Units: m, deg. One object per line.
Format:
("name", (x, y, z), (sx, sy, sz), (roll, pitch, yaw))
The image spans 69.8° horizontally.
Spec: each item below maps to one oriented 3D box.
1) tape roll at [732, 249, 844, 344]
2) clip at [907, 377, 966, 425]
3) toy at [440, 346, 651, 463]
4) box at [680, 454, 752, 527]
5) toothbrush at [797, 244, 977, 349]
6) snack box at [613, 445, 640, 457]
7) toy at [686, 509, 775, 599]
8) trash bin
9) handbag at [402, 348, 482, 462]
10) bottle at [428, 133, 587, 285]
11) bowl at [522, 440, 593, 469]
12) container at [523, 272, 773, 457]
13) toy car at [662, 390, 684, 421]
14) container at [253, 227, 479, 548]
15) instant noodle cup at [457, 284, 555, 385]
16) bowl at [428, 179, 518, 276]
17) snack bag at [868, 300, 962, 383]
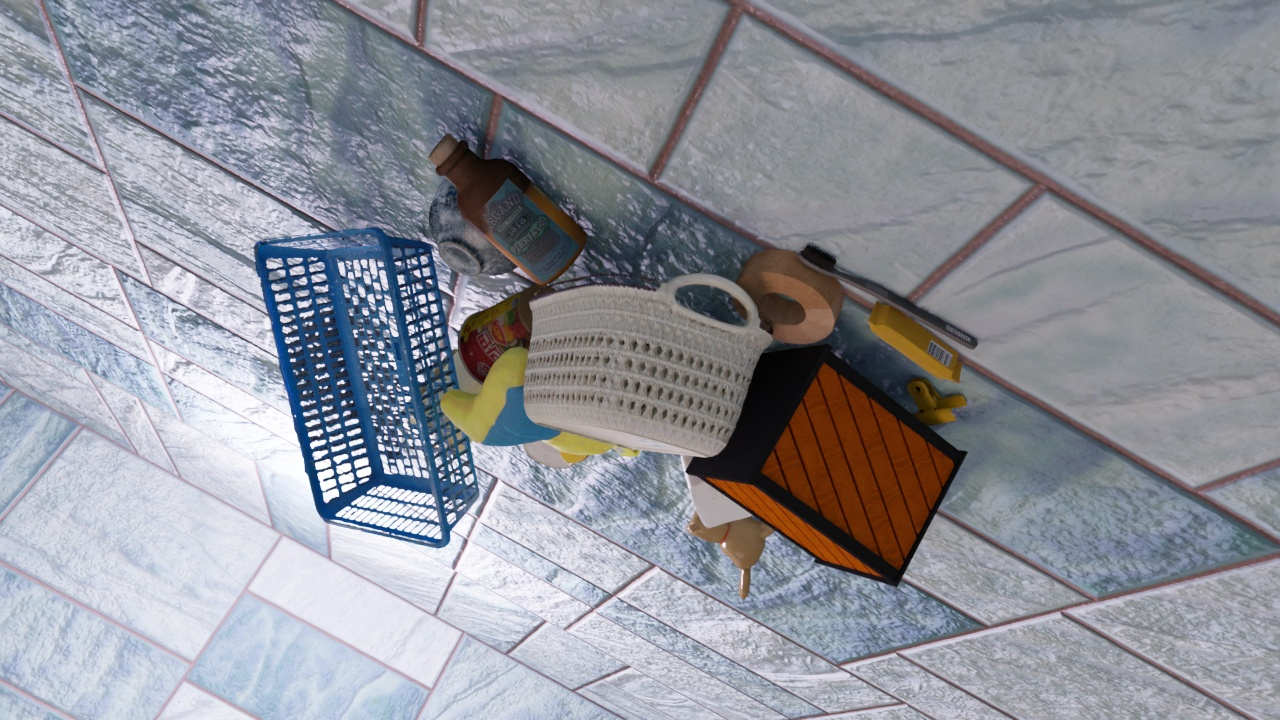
("tape roll", (0.129, -0.055, 0.806), (0.094, 0.027, 0.094), (21, 150, 12))
("clip", (0.265, 0.040, 0.844), (0.046, 0.047, 0.054), (15, 161, -31))
("toy", (-0.092, 0.058, 1.006), (0.213, 0.083, 0.149), (16, 143, -39))
("box", (0.101, 0.122, 1.069), (0.102, 0.095, 0.107), (-20, 142, 3))
("toothbrush", (0.206, -0.051, 0.763), (0.167, 0.012, 0.013), (29, 143, -1))
("snack box", (-0.050, 0.061, 1.125), (0.029, 0.040, 0.148), (-10, 133, 48))
("toy", (0.116, 0.227, 1.201), (0.108, 0.134, 0.105), (25, -167, 5))
("trash bin", (0.169, 0.096, 0.860), (0.172, 0.139, 0.140), (36, 166, -14))
("handbag", (-0.237, 0.063, 1.193), (0.081, 0.119, 0.111), (28, 157, 23))
("bottle", (-0.126, -0.143, 0.840), (0.157, 0.067, 0.068), (42, 148, -23))
("bowl", (-0.109, 0.096, 1.192), (0.145, 0.063, 0.145), (15, 148, 9))
("container", (-0.005, 0.005, 0.847), (0.184, 0.143, 0.252), (16, 171, -27))
("toy car", (0.043, 0.047, 1.017), (0.040, 0.048, 0.113), (37, 150, -12))
("container", (-0.312, 0.024, 1.081), (0.258, 0.089, 0.362), (2, 107, 38))
("instant noodle cup", (-0.132, -0.030, 1.003), (0.100, 0.100, 0.113), (38, 142, -18))
("bowl", (-0.168, -0.121, 0.917), (0.114, 0.060, 0.114), (22, 151, 13))
("snack bag", (0.235, -0.015, 0.783), (0.099, 0.026, 0.020), (33, 150, -11))
